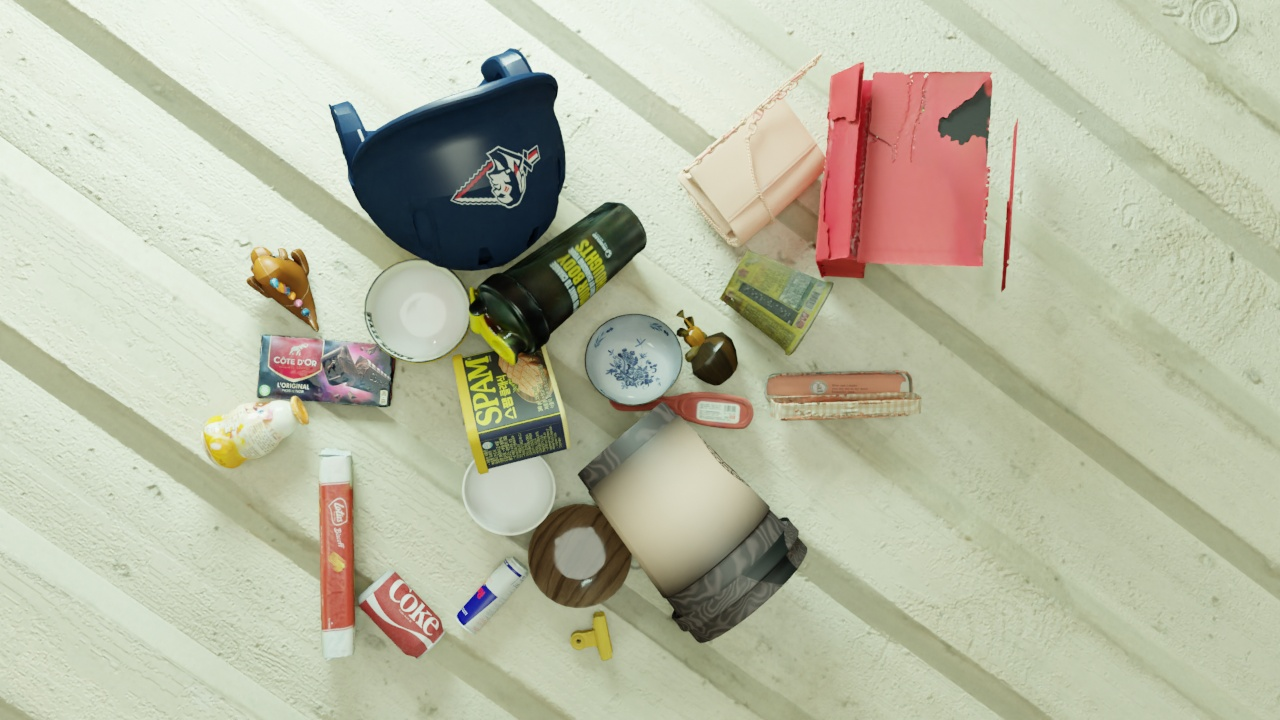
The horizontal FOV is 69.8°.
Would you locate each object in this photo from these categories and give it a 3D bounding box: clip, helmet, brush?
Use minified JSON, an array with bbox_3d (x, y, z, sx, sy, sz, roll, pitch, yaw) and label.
[{"bbox_3d":[-0.056,0.325,1.080,0.049,0.045,0.054,-12,91,38],"label":"clip"},{"bbox_3d":[-0.183,-0.209,0.956,0.231,0.273,0.223,-25,84,-21],"label":"helmet"},{"bbox_3d":[0.049,0.053,1.092,0.172,0.030,0.041,7,89,8],"label":"brush"}]

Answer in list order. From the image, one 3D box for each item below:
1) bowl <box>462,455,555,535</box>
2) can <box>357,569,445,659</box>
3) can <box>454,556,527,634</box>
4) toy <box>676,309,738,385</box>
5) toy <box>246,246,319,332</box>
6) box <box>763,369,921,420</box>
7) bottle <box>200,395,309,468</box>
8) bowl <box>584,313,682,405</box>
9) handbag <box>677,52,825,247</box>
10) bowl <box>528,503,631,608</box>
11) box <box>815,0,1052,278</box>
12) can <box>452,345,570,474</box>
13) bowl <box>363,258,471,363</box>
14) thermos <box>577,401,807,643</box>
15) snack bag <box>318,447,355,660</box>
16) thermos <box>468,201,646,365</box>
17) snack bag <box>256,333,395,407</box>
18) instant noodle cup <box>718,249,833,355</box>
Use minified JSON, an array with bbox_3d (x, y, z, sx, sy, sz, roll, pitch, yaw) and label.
[{"bbox_3d":[-0.151,0.146,1.057,0.105,0.054,0.105,0,90,-7],"label":"bowl"},{"bbox_3d":[-0.270,0.288,1.040,0.054,0.054,0.096,-43,93,-6],"label":"can"},{"bbox_3d":[-0.171,0.271,1.061,0.032,0.032,0.095,42,85,-3],"label":"can"},{"bbox_3d":[0.073,-0.018,1.081,0.100,0.063,0.076,49,48,-17],"label":"toy"},{"bbox_3d":[-0.393,-0.078,1.019,0.070,0.090,0.103,-33,87,-6],"label":"toy"},{"bbox_3d":[0.244,0.042,1.101,0.187,0.054,0.078,-2,56,-7],"label":"box"},{"bbox_3d":[-0.429,0.076,1.025,0.109,0.063,0.063,-23,91,-4],"label":"bottle"},{"bbox_3d":[-0.006,0.006,1.071,0.114,0.045,0.114,-2,68,5],"label":"bowl"},{"bbox_3d":[0.140,-0.217,1.027,0.198,0.187,0.116,-42,97,-13],"label":"handbag"},{"bbox_3d":[-0.071,0.226,1.073,0.119,0.032,0.119,0,88,-6],"label":"bowl"},{"bbox_3d":[0.261,-0.209,0.933,0.107,0.410,0.211,6,87,-9],"label":"box"},{"bbox_3d":[-0.144,0.047,1.023,0.104,0.075,0.135,-14,47,-9],"label":"can"},{"bbox_3d":[-0.249,-0.054,1.045,0.117,0.068,0.117,0,88,-6],"label":"bowl"},{"bbox_3d":[0.051,0.173,1.025,0.172,0.173,0.226,-40,86,-6],"label":"thermos"},{"bbox_3d":[-0.339,0.212,1.024,0.041,0.077,0.225,1,88,-17],"label":"snack bag"},{"bbox_3d":[-0.093,-0.093,1.028,0.220,0.098,0.098,-42,93,-24],"label":"thermos"},{"bbox_3d":[-0.361,0.012,1.058,0.155,0.018,0.074,4,89,-4],"label":"snack bag"},{"bbox_3d":[0.156,-0.073,1.079,0.108,0.102,0.102,31,85,4],"label":"instant noodle cup"}]
